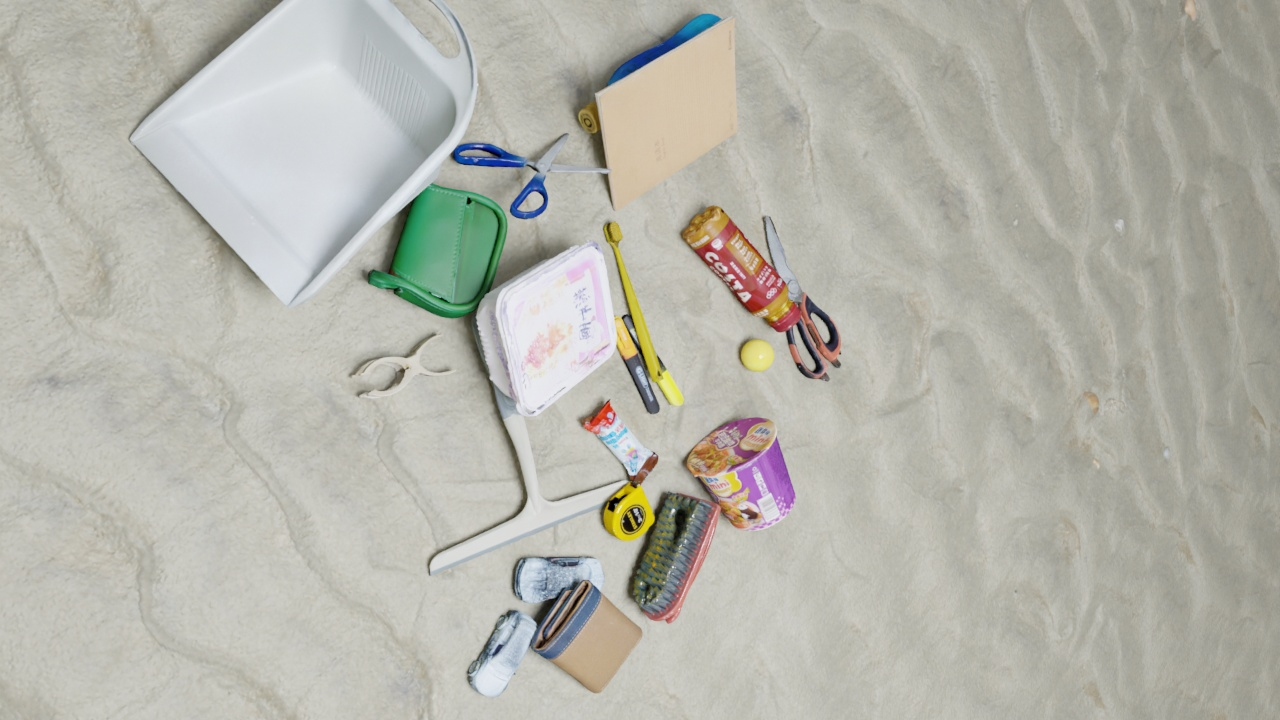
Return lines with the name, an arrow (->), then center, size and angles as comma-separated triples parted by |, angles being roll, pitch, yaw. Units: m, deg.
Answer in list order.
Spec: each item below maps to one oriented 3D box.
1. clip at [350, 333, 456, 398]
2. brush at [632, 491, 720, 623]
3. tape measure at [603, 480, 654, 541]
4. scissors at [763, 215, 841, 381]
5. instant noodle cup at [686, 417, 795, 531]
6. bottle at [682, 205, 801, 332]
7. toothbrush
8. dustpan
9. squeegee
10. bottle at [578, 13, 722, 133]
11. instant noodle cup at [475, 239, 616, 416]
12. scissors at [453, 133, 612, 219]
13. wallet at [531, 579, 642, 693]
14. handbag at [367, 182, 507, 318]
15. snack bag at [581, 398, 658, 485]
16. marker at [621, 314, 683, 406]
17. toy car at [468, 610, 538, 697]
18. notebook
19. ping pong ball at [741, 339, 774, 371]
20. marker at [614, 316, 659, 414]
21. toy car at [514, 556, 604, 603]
clip -> -0.236, 0.007, 0.916 | 0.100, 0.035, 0.076 | -22, 96, -33
brush -> 0.043, 0.226, 1.040 | 0.069, 0.063, 0.145 | 37, 70, -44
tape measure -> -0.015, 0.171, 1.026 | 0.057, 0.029, 0.060 | -38, 123, -25
scissors -> 0.209, -0.086, 1.177 | 0.176, 0.015, 0.210 | 14, 80, -26
instant noodle cup -> 0.125, 0.136, 1.069 | 0.111, 0.112, 0.099 | -39, 114, -25
bottle -> 0.127, -0.106, 1.108 | 0.175, 0.058, 0.057 | 46, 67, -19
toothbrush -> -0.006, -0.067, 1.046 | 0.015, 0.017, 0.190 | -17, 90, -29
dustpan -> -0.280, -0.223, 0.819 | 0.222, 0.143, 0.257 | 46, 60, 3
squeegee -> -0.133, 0.067, 0.964 | 0.245, 0.039, 0.246 | -17, 95, -29
bottle -> 0.016, -0.327, 1.059 | 0.218, 0.065, 0.065 | -39, 105, -25
instant noodle cup -> -0.100, -0.038, 0.943 | 0.173, 0.060, 0.138 | -41, 130, -49
scissors -> -0.114, -0.202, 0.973 | 0.175, 0.012, 0.162 | 7, 45, -12
wallet -> -0.054, 0.295, 0.978 | 0.090, 0.033, 0.115 | -52, 128, -15
handbag -> -0.202, -0.113, 0.928 | 0.120, 0.068, 0.131 | 20, 78, -18
snack bag -> -0.022, 0.092, 1.031 | 0.105, 0.026, 0.045 | 50, 61, -19
marker -> 0.013, 0.000, 1.065 | 0.018, 0.015, 0.124 | -37, 101, -27
toy car -> -0.139, 0.304, 0.949 | 0.043, 0.034, 0.090 | 41, 70, -24
notebook -> 0.037, -0.282, 1.051 | 0.211, 0.012, 0.150 | -37, 141, -26
ping pong ball -> 0.143, -0.006, 1.120 | 0.040, 0.040, 0.040 | 2, 85, -29
marker -> -0.006, 0.006, 1.052 | 0.018, 0.015, 0.124 | -28, 103, -22
toy car -> -0.084, 0.235, 0.985 | 0.105, 0.031, 0.049 | 6, 86, -30
